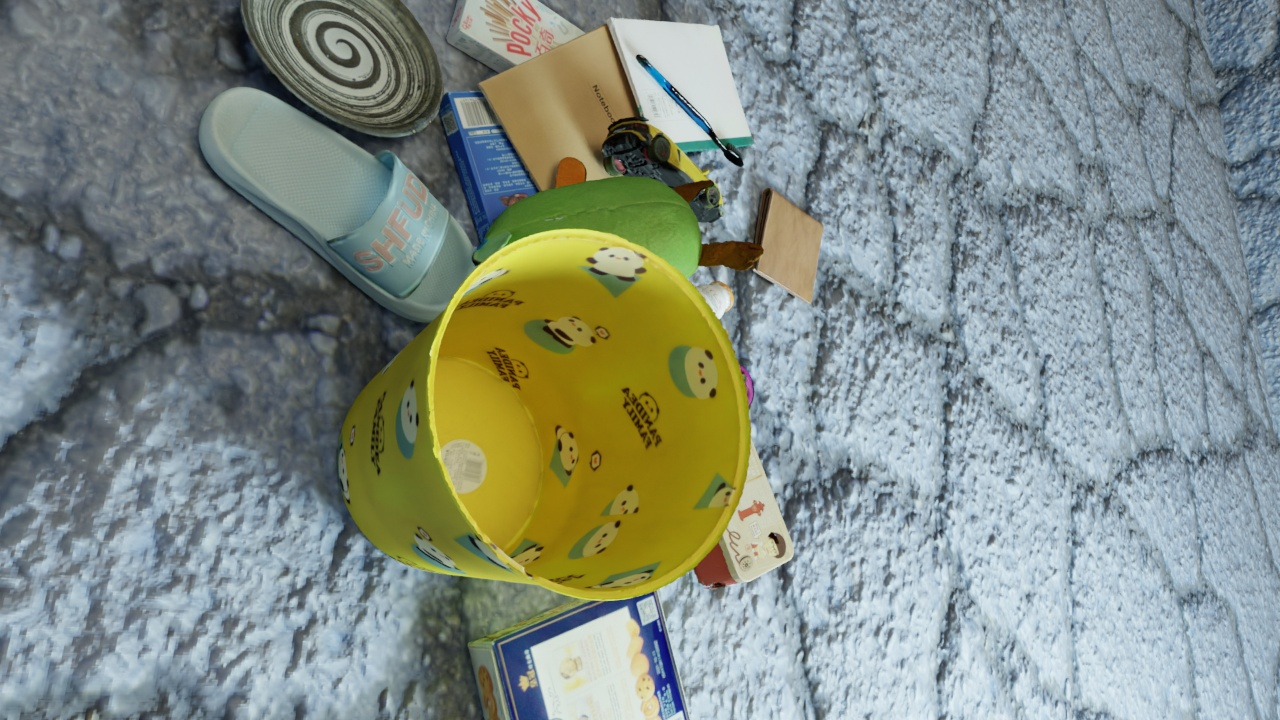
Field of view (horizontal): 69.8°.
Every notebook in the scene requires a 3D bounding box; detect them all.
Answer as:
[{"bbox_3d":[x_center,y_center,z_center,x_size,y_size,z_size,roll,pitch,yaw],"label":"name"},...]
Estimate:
[{"bbox_3d":[0.052,-0.307,1.026,0.208,0.012,0.150,-22,94,-51],"label":"notebook"},{"bbox_3d":[-0.054,-0.241,0.911,0.207,0.008,0.148,-43,109,-41],"label":"notebook"}]

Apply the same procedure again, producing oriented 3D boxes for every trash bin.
[{"bbox_3d":[-0.090,0.056,0.659,0.229,0.256,0.229,10,71,-33],"label":"trash bin"}]

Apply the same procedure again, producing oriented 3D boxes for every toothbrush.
[{"bbox_3d":[0.057,-0.271,1.001,0.189,0.014,0.016,36,52,-37],"label":"toothbrush"}]

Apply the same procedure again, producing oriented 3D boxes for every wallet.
[{"bbox_3d":[0.179,-0.138,1.109,0.101,0.020,0.115,27,65,-33],"label":"wallet"}]

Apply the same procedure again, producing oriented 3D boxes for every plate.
[{"bbox_3d":[-0.247,-0.260,0.766,0.179,0.024,0.179,24,51,-34],"label":"plate"}]

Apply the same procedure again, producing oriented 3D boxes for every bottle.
[{"bbox_3d":[0.051,-0.048,0.945,0.108,0.063,0.063,-31,99,-41],"label":"bottle"}]

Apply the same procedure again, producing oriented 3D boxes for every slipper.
[{"bbox_3d":[-0.225,-0.129,0.728,0.245,0.074,0.103,37,56,-25],"label":"slipper"}]

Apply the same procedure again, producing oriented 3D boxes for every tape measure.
[{"bbox_3d":[0.094,0.031,0.975,0.057,0.039,0.057,10,72,-38],"label":"tape measure"}]

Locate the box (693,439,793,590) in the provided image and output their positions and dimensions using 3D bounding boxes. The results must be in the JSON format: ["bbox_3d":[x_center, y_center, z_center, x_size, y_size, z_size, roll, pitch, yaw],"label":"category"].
[{"bbox_3d":[0.075,0.136,0.917,0.091,0.077,0.168,-15,82,-41],"label":"box"}]

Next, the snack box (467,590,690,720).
[{"bbox_3d":[-0.043,0.297,0.783,0.182,0.046,0.178,-10,85,-41],"label":"snack box"}]

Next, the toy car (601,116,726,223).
[{"bbox_3d":[0.025,-0.186,0.918,0.155,0.071,0.041,33,63,-41],"label":"toy car"}]

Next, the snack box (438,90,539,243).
[{"bbox_3d":[-0.126,-0.173,0.854,0.084,0.026,0.157,-17,90,-41],"label":"snack box"}]

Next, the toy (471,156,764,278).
[{"bbox_3d":[-0.028,-0.105,0.806,0.246,0.090,0.226,-10,52,-15],"label":"toy"}]

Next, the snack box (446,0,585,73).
[{"bbox_3d":[-0.110,-0.314,0.907,0.156,0.027,0.084,24,64,-34],"label":"snack box"}]
